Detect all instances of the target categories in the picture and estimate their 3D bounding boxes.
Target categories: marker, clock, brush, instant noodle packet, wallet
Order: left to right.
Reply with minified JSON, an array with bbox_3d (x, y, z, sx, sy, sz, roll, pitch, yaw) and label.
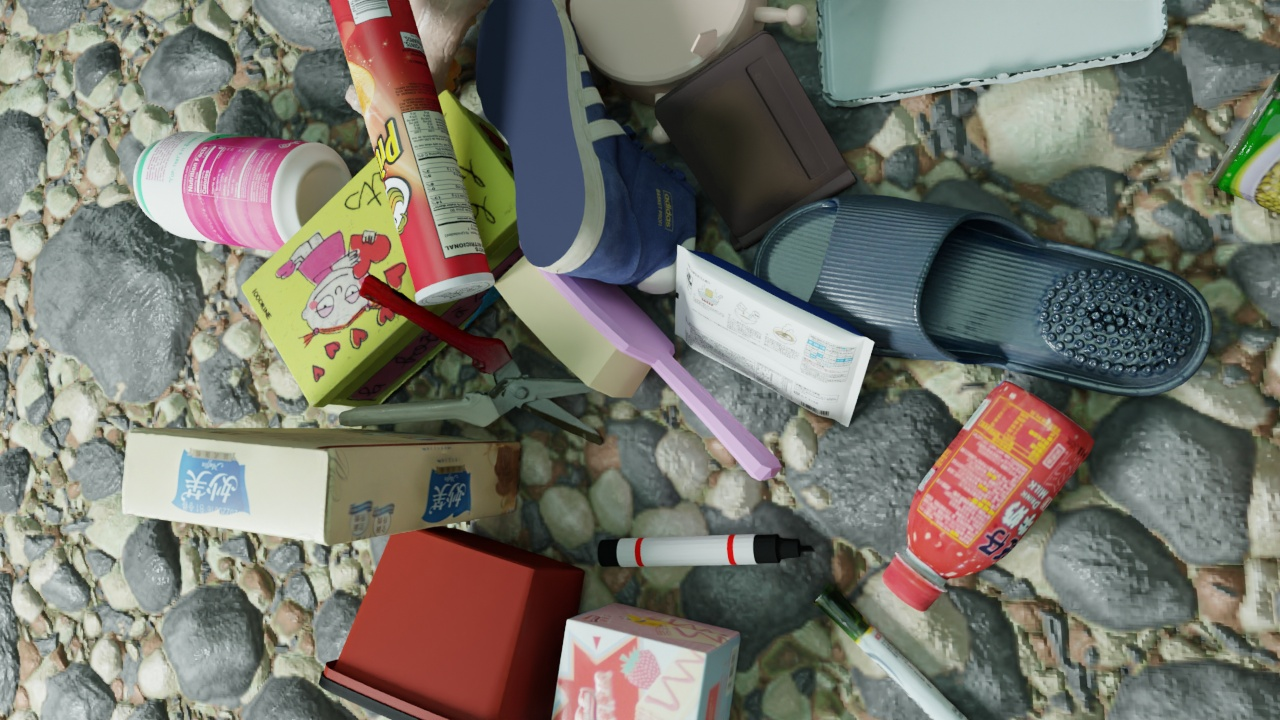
[{"bbox_3d":[-0.004,0.004,0.599,0.228,0.089,0.043,46,105,19],"label":"brush"},{"bbox_3d":[0.014,-0.250,0.628,0.131,0.086,0.160,-39,66,13],"label":"clock"},{"bbox_3d":[0.042,0.125,0.605,0.146,0.019,0.019,-6,82,21],"label":"marker"},{"bbox_3d":[0.072,-0.138,0.591,0.092,0.018,0.115,-30,112,15],"label":"wallet"},{"bbox_3d":[0.078,-0.014,0.577,0.134,0.087,0.026,29,58,21],"label":"instant noodle packet"},{"bbox_3d":[0.163,0.193,0.551,0.146,0.017,0.017,44,100,20],"label":"marker"}]

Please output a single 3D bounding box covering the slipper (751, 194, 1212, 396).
[{"bbox_3d":[0.188,-0.045,0.534,0.264,0.082,0.101,15,87,22],"label":"slipper"}]

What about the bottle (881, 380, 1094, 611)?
[{"bbox_3d":[0.193,0.083,0.529,0.062,0.062,0.137,38,99,21],"label":"bottle"}]

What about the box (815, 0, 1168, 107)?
[{"bbox_3d":[0.199,-0.236,0.538,0.211,0.105,0.130,-6,85,21],"label":"box"}]

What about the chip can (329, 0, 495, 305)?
[{"bbox_3d":[-0.150,-0.146,0.595,0.052,0.051,0.214,-18,88,19],"label":"chip can"}]

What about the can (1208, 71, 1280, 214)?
[{"bbox_3d":[0.373,-0.096,0.474,0.121,0.067,0.067,31,96,22],"label":"can"}]

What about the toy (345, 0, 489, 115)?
[{"bbox_3d":[-0.111,-0.278,0.676,0.065,0.195,0.265,43,125,15],"label":"toy"}]

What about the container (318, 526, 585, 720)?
[{"bbox_3d":[-0.125,0.222,0.610,0.148,0.127,0.200,13,82,22],"label":"container"}]

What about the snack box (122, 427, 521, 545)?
[{"bbox_3d":[-0.195,0.075,0.603,0.153,0.207,0.055,2,87,22],"label":"snack box"}]

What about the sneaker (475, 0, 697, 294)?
[{"bbox_3d":[-0.028,-0.147,0.619,0.092,0.118,0.232,-39,53,33],"label":"sneaker"}]

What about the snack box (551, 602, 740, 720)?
[{"bbox_3d":[0.003,0.212,0.578,0.095,0.079,0.093,8,87,23],"label":"snack box"}]

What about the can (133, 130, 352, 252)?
[{"bbox_3d":[-0.317,-0.135,0.738,0.166,0.088,0.088,10,88,22],"label":"can"}]

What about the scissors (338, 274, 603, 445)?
[{"bbox_3d":[-0.125,0.014,0.635,0.179,0.015,0.196,-33,106,12],"label":"scissors"}]

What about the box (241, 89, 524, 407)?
[{"bbox_3d":[-0.172,-0.075,0.679,0.221,0.082,0.124,-38,72,15],"label":"box"}]
